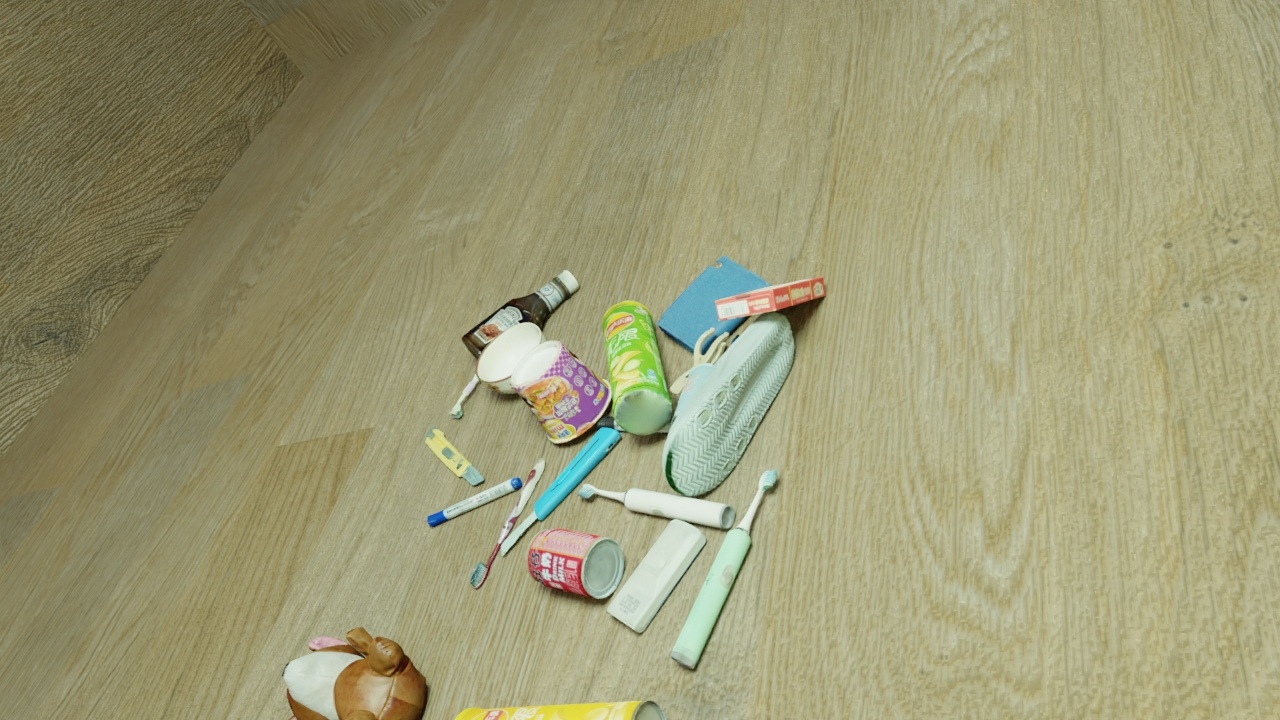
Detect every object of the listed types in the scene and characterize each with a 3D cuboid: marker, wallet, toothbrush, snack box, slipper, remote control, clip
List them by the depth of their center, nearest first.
[{"bbox_3d":[0.088,0.204,0.924,0.027,0.026,0.224,-21,34,57],"label":"toothbrush"},{"bbox_3d":[0.017,0.224,0.965,0.049,0.024,0.124,16,63,49],"label":"remote control"},{"bbox_3d":[0.010,0.160,1.036,0.221,0.027,0.026,3,35,42],"label":"toothbrush"},{"bbox_3d":[0.092,0.039,1.036,0.074,0.104,0.244,14,56,41],"label":"slipper"},{"bbox_3d":[0.156,-0.074,1.087,0.075,0.025,0.152,-9,5,34],"label":"snack box"},{"bbox_3d":[0.086,0.015,1.136,0.035,0.080,0.104,20,83,48],"label":"clip"},{"bbox_3d":[-0.003,0.079,1.142,0.131,0.018,0.022,-3,55,39],"label":"marker"},{"bbox_3d":[-0.166,0.200,1.151,0.016,0.017,0.187,0,51,39],"label":"toothbrush"},{"bbox_3d":[0.095,-0.070,1.202,0.133,0.040,0.106,-44,45,-8],"label":"wallet"},{"bbox_3d":[-0.220,0.187,1.212,0.146,0.017,0.016,-25,38,17],"label":"marker"},{"bbox_3d":[-0.235,0.012,1.412,0.189,0.020,0.029,-59,8,-27],"label":"toothbrush"}]

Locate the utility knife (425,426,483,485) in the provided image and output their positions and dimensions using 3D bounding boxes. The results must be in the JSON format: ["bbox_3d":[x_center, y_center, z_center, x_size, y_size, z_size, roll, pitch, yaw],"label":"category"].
[{"bbox_3d":[-0.267,0.138,1.311,0.031,0.020,0.195,-51,42,-8],"label":"utility knife"}]

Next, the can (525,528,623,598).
[{"bbox_3d":[-0.074,0.221,1.008,0.094,0.066,0.066,1,51,40],"label":"can"}]

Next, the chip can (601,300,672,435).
[{"bbox_3d":[-0.007,0.007,1.158,0.073,0.072,0.221,-30,31,12],"label":"chip can"}]

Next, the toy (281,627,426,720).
[{"bbox_3d":[-0.339,0.373,1.037,0.200,0.130,0.139,-11,49,46],"label":"toy"}]

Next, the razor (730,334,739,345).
[{"bbox_3d":[0.090,0.037,1.106,0.142,0.042,0.022,-52,-3,-12],"label":"razor"}]

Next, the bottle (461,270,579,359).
[{"bbox_3d":[-0.180,-0.069,1.414,0.194,0.044,0.080,-39,45,-13],"label":"bottle"}]

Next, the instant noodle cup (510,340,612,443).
[{"bbox_3d":[-0.107,0.034,1.197,0.112,0.099,0.111,-30,28,17],"label":"instant noodle cup"}]

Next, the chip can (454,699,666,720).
[{"bbox_3d":[-0.080,0.360,0.863,0.214,0.072,0.071,-14,42,28],"label":"chip can"}]

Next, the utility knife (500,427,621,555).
[{"bbox_3d":[-0.102,0.162,1.139,0.206,0.018,0.034,-47,38,-10],"label":"utility knife"}]

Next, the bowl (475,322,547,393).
[{"bbox_3d":[-0.176,0.006,1.329,0.114,0.062,0.113,-22,40,20],"label":"bowl"}]
